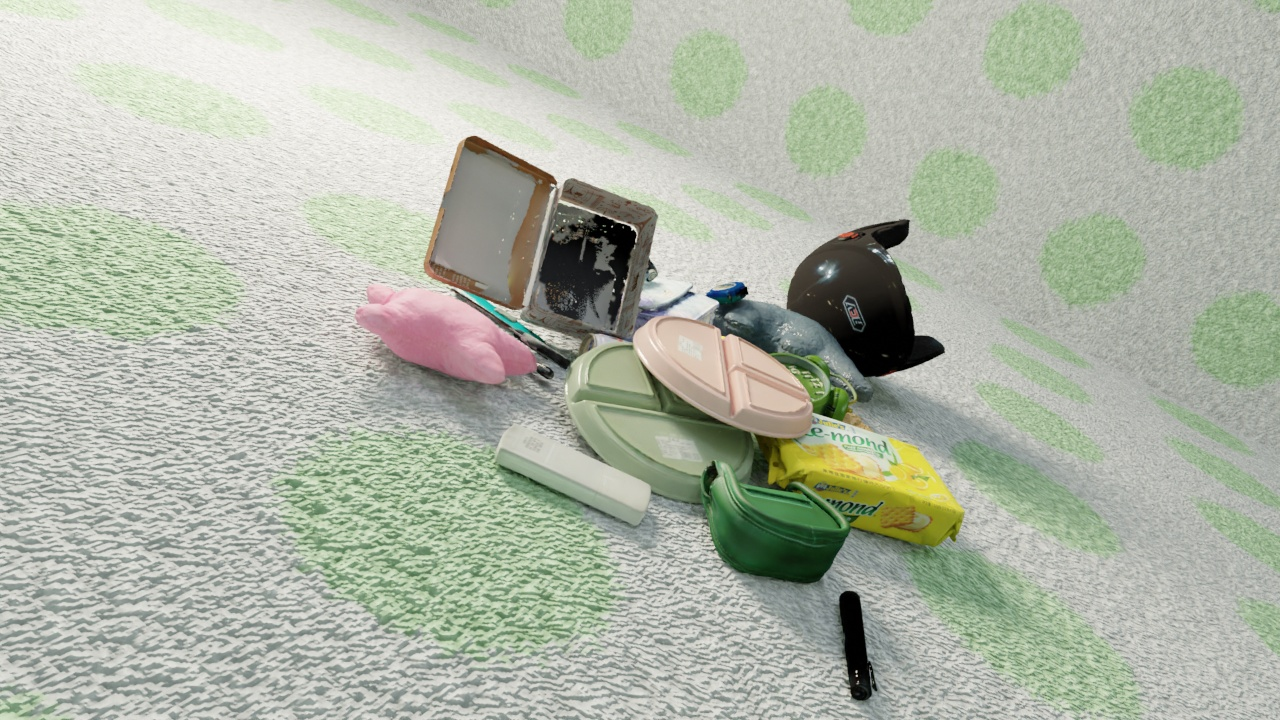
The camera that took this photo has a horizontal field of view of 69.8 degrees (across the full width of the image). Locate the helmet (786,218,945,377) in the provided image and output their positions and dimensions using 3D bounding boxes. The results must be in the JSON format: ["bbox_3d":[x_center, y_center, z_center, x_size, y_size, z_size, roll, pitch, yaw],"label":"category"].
[{"bbox_3d":[0.344,-0.086,1.447,0.230,0.233,0.274,-18,2,10],"label":"helmet"}]

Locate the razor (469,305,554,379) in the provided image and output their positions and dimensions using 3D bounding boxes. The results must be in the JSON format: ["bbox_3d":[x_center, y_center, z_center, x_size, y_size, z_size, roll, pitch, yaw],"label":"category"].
[{"bbox_3d":[-0.152,-0.017,1.046,0.143,0.022,0.042,36,-2,23],"label":"razor"}]

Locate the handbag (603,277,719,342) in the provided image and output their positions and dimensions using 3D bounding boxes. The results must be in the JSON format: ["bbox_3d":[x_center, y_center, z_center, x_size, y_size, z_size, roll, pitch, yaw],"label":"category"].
[{"bbox_3d":[0.027,-0.064,1.268,0.134,0.076,0.193,15,17,14],"label":"handbag"}]

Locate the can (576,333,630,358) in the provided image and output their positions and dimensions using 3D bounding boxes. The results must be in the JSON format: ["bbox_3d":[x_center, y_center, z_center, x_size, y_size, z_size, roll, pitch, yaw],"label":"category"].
[{"bbox_3d":[-0.007,0.006,1.105,0.134,0.053,0.053,15,23,-25],"label":"can"}]

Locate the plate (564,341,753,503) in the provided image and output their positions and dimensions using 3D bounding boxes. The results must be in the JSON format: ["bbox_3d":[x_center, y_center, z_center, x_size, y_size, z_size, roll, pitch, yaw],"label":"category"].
[{"bbox_3d":[0.027,0.058,0.992,0.230,0.028,0.229,22,33,-15],"label":"plate"}]

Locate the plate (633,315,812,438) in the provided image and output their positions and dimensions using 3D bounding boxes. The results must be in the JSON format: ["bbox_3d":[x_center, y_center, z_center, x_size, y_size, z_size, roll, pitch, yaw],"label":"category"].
[{"bbox_3d":[0.100,0.012,1.056,0.229,0.028,0.229,22,22,-10],"label":"plate"}]

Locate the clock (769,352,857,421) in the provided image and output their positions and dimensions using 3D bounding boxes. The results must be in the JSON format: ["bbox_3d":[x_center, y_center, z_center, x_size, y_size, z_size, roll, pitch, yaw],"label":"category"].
[{"bbox_3d":[0.205,0.041,1.193,0.161,0.056,0.116,-3,41,-20],"label":"clock"}]

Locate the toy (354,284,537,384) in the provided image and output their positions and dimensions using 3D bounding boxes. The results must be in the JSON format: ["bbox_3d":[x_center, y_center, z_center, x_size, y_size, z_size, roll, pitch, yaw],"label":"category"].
[{"bbox_3d":[-0.197,-0.027,0.953,0.194,0.075,0.178,24,10,-13],"label":"toy"}]

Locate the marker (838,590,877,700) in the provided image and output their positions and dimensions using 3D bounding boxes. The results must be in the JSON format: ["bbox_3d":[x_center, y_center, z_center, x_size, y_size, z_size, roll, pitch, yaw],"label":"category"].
[{"bbox_3d":[0.188,0.245,0.799,0.020,0.022,0.131,59,17,-13],"label":"marker"}]

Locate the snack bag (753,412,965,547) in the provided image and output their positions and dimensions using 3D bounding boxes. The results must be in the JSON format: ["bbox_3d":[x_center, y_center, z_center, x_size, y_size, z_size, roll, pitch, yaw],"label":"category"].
[{"bbox_3d":[0.242,0.133,1.060,0.246,0.068,0.158,18,22,-15],"label":"snack bag"}]

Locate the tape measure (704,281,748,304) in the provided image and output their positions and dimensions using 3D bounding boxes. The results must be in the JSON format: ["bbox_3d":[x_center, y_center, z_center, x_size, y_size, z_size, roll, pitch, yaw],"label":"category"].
[{"bbox_3d":[0.130,-0.098,1.353,0.054,0.025,0.058,-23,17,-34],"label":"tape measure"}]

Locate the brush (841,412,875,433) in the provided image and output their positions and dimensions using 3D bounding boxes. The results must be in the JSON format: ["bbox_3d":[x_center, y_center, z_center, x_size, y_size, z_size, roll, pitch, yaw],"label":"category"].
[{"bbox_3d":[0.266,0.070,1.289,0.083,0.046,0.254,15,19,-14],"label":"brush"}]

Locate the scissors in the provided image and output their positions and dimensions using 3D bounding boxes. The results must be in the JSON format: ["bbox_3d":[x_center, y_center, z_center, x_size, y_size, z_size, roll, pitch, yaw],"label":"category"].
[{"bbox_3d":[-0.145,-0.036,1.007,0.159,0.014,0.177,29,-5,42],"label":"scissors"}]

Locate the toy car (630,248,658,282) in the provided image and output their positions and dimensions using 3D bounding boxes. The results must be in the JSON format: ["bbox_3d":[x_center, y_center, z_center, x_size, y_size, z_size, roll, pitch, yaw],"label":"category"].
[{"bbox_3d":[-0.017,-0.136,1.265,0.105,0.031,0.049,14,42,-50],"label":"toy car"}]

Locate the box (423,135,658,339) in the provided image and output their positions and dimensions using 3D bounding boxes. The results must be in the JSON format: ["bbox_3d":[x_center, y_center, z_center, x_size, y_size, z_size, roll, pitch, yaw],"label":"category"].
[{"bbox_3d":[-0.121,-0.138,1.103,0.262,0.177,0.088,17,-16,-19],"label":"box"}]

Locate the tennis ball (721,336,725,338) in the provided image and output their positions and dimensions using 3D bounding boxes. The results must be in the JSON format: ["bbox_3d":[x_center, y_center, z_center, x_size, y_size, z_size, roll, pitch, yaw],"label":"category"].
[{"bbox_3d":[0.105,0.000,1.227,0.065,0.066,0.065,22,21,-9],"label":"tennis ball"}]

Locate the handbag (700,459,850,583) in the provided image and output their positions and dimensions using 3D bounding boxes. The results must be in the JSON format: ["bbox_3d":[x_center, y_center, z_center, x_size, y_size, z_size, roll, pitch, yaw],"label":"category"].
[{"bbox_3d":[0.127,0.151,0.887,0.131,0.068,0.120,13,27,-26],"label":"handbag"}]

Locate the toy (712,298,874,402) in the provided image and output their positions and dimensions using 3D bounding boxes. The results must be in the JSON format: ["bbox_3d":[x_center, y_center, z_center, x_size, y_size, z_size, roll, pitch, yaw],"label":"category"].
[{"bbox_3d":[0.198,-0.029,1.355,0.357,0.091,0.137,25,24,29],"label":"toy"}]

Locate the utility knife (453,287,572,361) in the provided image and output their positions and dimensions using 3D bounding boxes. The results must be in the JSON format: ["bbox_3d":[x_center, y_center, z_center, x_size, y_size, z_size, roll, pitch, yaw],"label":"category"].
[{"bbox_3d":[-0.159,-0.048,1.121,0.193,0.013,0.029,33,22,19],"label":"utility knife"}]

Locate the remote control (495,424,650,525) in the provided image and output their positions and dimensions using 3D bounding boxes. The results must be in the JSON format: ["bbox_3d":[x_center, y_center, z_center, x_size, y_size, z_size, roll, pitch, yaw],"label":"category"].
[{"bbox_3d":[-0.062,0.106,0.852,0.150,0.021,0.058,25,21,-1],"label":"remote control"}]

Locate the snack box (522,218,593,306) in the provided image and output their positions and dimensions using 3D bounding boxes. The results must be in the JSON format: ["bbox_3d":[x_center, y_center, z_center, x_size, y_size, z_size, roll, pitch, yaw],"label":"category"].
[{"bbox_3d":[-0.106,-0.131,1.233,0.077,0.093,0.094,50,15,-16],"label":"snack box"}]
